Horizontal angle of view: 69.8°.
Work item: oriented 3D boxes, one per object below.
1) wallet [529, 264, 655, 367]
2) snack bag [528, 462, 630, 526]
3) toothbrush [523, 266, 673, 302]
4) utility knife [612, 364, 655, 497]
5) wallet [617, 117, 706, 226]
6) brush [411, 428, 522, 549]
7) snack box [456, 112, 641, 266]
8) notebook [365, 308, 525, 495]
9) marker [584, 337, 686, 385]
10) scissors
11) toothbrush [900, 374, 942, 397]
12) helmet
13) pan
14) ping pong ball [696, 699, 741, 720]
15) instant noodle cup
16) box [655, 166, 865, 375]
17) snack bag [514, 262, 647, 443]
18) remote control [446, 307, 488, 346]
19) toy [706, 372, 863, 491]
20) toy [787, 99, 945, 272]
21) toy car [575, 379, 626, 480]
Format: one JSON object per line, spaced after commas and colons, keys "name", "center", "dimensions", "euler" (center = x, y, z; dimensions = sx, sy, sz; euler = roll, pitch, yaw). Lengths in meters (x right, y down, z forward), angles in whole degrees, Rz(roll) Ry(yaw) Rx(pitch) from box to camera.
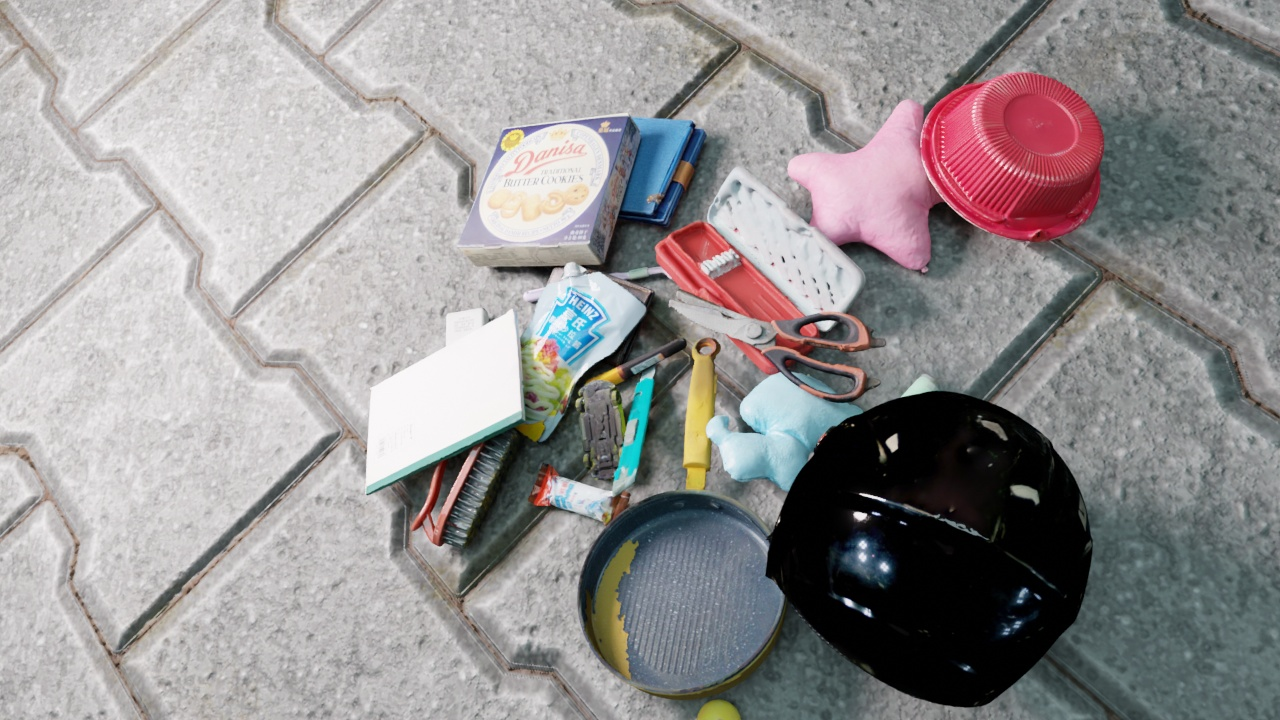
{"name": "wallet", "center": [-0.056, -0.054, 1.022], "dimensions": [0.122, 0.020, 0.096], "euler": [21, 84, 19]}
{"name": "snack bag", "center": [-0.063, 0.142, 0.949], "dimensions": [0.104, 0.026, 0.048], "euler": [18, 88, 23]}
{"name": "toothbrush", "center": [-0.044, -0.087, 1.043], "dimensions": [0.189, 0.021, 0.029], "euler": [-9, 28, 14]}
{"name": "utility knife", "center": [-0.005, 0.063, 0.940], "dimensions": [0.029, 0.013, 0.179], "euler": [-20, 38, 30]}
{"name": "wallet", "center": [0.009, -0.222, 1.073], "dimensions": [0.106, 0.040, 0.133], "euler": [13, 72, 29]}
{"name": "brush", "center": [-0.185, 0.127, 0.969], "dimensions": [0.069, 0.063, 0.145], "euler": [23, 76, 7]}
{"name": "snack box", "center": [-0.105, -0.196, 1.065], "dimensions": [0.178, 0.046, 0.182], "euler": [2, 64, 28]}
{"name": "notebook", "center": [-0.215, 0.045, 0.993], "dimensions": [0.209, 0.012, 0.150], "euler": [-26, 48, 19]}
{"name": "marker", "center": [-0.006, 0.006, 0.985], "dimensions": [0.124, 0.018, 0.015], "euler": [-26, 44, 14]}
{"name": "scissors", "center": [0.133, -0.034, 0.908], "dimensions": [0.192, 0.015, 0.207], "euler": [-28, 67, 5]}
{"name": "toothbrush", "center": [0.210, 0.099, 0.889], "dimensions": [0.224, 0.027, 0.026], "euler": [-45, 51, -6]}
{"name": "helmet", "center": [0.243, 0.136, 0.746], "dimensions": [0.233, 0.231, 0.273], "euler": [28, 47, 6]}
{"name": "pan", "center": [0.049, 0.141, 0.887], "dimensions": [0.198, 0.078, 0.356], "euler": [0, 55, 17]}
{"name": "ping pong ball", "center": [0.071, 0.327, 0.827], "dimensions": [0.040, 0.040, 0.040], "euler": [-6, 67, 13]}
{"name": "instant noodle cup", "center": [0.382, -0.216, 0.913], "dimensions": [0.194, 0.066, 0.193], "euler": [3, 66, -6]}
{"name": "box", "center": [0.124, -0.095, 0.969], "dimensions": [0.155, 0.073, 0.201], "euler": [-44, 65, 5]}
{"name": "snack bag", "center": [-0.089, -0.013, 0.996], "dimensions": [0.110, 0.039, 0.191], "euler": [37, 91, 26]}
{"name": "remote control", "center": [-0.199, 0.001, 1.047], "dimensions": [0.049, 0.024, 0.124], "euler": [-9, 65, 11]}
{"name": "toy", "center": [0.142, 0.062, 0.888], "dimensions": [0.161, 0.050, 0.156], "euler": [11, 49, -6]}
{"name": "toy", "center": [0.246, -0.165, 0.964], "dimensions": [0.195, 0.074, 0.178], "euler": [-28, 75, 9]}
{"name": "toy car", "center": [-0.036, 0.073, 0.961], "dimensions": [0.048, 0.032, 0.105], "euler": [-13, 80, 21]}
